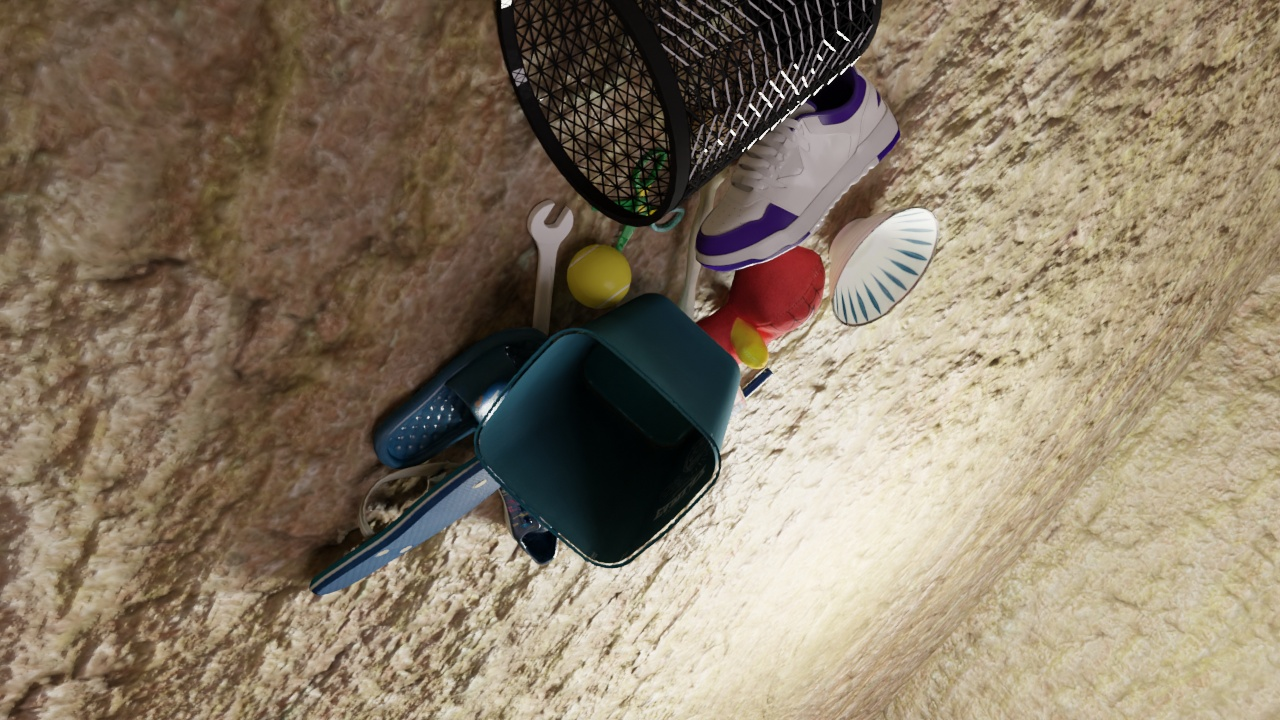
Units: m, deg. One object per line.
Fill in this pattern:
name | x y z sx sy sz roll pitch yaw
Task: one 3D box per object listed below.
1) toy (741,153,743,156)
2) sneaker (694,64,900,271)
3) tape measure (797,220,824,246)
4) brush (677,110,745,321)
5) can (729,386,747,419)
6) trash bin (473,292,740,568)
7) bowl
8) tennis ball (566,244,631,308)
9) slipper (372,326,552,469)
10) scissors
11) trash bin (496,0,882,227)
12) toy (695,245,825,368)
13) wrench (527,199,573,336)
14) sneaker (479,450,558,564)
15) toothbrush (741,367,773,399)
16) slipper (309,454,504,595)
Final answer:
toy | 0.186 -0.230 0.994 0.157 0.067 0.123 -47 141 -2
sneaker | 0.138 -0.193 0.880 0.244 0.092 0.111 -42 126 -7
tape measure | 0.185 -0.165 1.093 0.062 0.020 0.060 -44 143 2
brush | 0.061 -0.136 0.972 0.077 0.062 0.273 -26 140 -31
can | 0.095 0.044 1.192 0.059 0.054 0.100 -39 144 -8
trash bin | -0.012 0.049 0.926 0.197 0.199 0.218 -47 180 27
bowl | 0.294 -0.134 1.180 0.177 0.071 0.178 -24 139 -23
tennis ball | -0.042 -0.085 0.929 0.065 0.065 0.065 -24 140 -23
slipper | -0.174 0.048 0.946 0.213 0.059 0.104 -35 143 -4
scissors | 0.002 -0.158 0.942 0.131 0.011 0.126 4 122 -45
trash bin | 0.048 -0.261 0.733 0.242 0.217 0.217 -34 143 -22
toy | 0.126 -0.050 1.074 0.098 0.147 0.216 35 103 -27
wrench | -0.103 -0.047 0.958 0.047 0.009 0.274 -17 136 -30
sneaker | -0.126 0.154 1.073 0.087 0.079 0.236 -22 139 -17
toothbrush | 0.107 0.075 1.265 0.190 0.016 0.017 -41 137 -1
slipper | -0.244 0.158 0.986 0.295 0.060 0.118 -36 162 14
